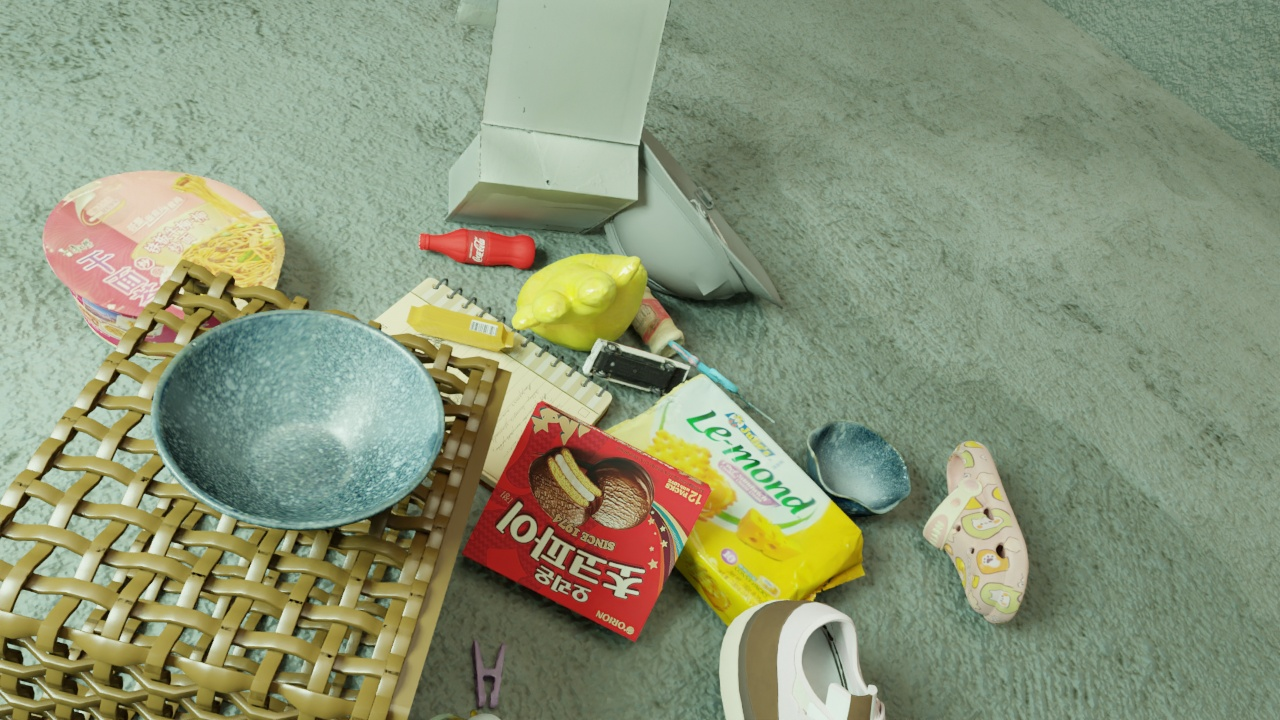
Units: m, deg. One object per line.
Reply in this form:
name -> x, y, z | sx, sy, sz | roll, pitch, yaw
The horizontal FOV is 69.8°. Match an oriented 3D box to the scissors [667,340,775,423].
scissors -> 0.083, 0.022, 0.907 | 0.135, 0.015, 0.129 | 33, 0, -1

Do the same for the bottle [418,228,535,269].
bottle -> -0.172, -0.119, 0.963 | 0.119, 0.036, 0.036 | 4, 48, -22

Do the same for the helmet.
helmet -> 0.034, -0.133, 1.024 | 0.271, 0.118, 0.183 | 50, 15, -8

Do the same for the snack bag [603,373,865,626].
snack bag -> 0.074, 0.132, 0.822 | 0.159, 0.068, 0.247 | -26, 64, -41

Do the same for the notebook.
notebook -> -0.153, 0.019, 0.853 | 0.225, 0.024, 0.167 | 33, 45, 7

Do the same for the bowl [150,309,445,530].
bowl -> -0.174, 0.042, 0.473 | 0.137, 0.057, 0.136 | 13, 45, -14

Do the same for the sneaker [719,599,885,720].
sneaker -> 0.127, 0.304, 0.614 | 0.111, 0.117, 0.293 | 10, 63, -17

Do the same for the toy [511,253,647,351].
toy -> -0.056, -0.058, 0.879 | 0.134, 0.207, 0.092 | -18, 87, 3

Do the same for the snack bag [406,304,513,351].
snack bag -> -0.167, -0.030, 0.857 | 0.099, 0.020, 0.026 | 13, 42, -11

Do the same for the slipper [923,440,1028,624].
slipper -> 0.318, 0.166, 0.903 | 0.081, 0.093, 0.196 | 1, 44, 3

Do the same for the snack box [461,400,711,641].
snack box -> -0.042, 0.126, 0.733 | 0.152, 0.132, 0.036 | 27, 1, 0

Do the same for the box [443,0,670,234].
box -> -0.086, -0.259, 0.915 | 0.167, 0.331, 0.164 | 2, 33, -24

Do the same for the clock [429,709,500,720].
clock -> -0.107, 0.284, 0.603 | 0.117, 0.057, 0.083 | 38, 44, 22

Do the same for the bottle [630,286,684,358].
bottle -> 0.005, -0.051, 0.979 | 0.044, 0.044, 0.109 | -16, 58, -35

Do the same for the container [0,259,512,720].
container -> -0.232, 0.123, 0.574 | 0.214, 0.220, 0.250 | 18, 44, -9

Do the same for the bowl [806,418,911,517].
bowl -> 0.207, 0.115, 0.910 | 0.110, 0.055, 0.110 | 13, 46, -14

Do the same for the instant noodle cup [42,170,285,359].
instant noodle cup -> -0.402, -0.075, 0.785 | 0.178, 0.078, 0.178 | 14, 45, -15

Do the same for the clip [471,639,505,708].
clip -> -0.114, 0.232, 0.679 | 0.032, 0.013, 0.051 | 11, 48, -14

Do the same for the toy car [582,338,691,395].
toy car -> -0.005, 0.005, 0.908 | 0.113, 0.039, 0.039 | 17, 19, -33
